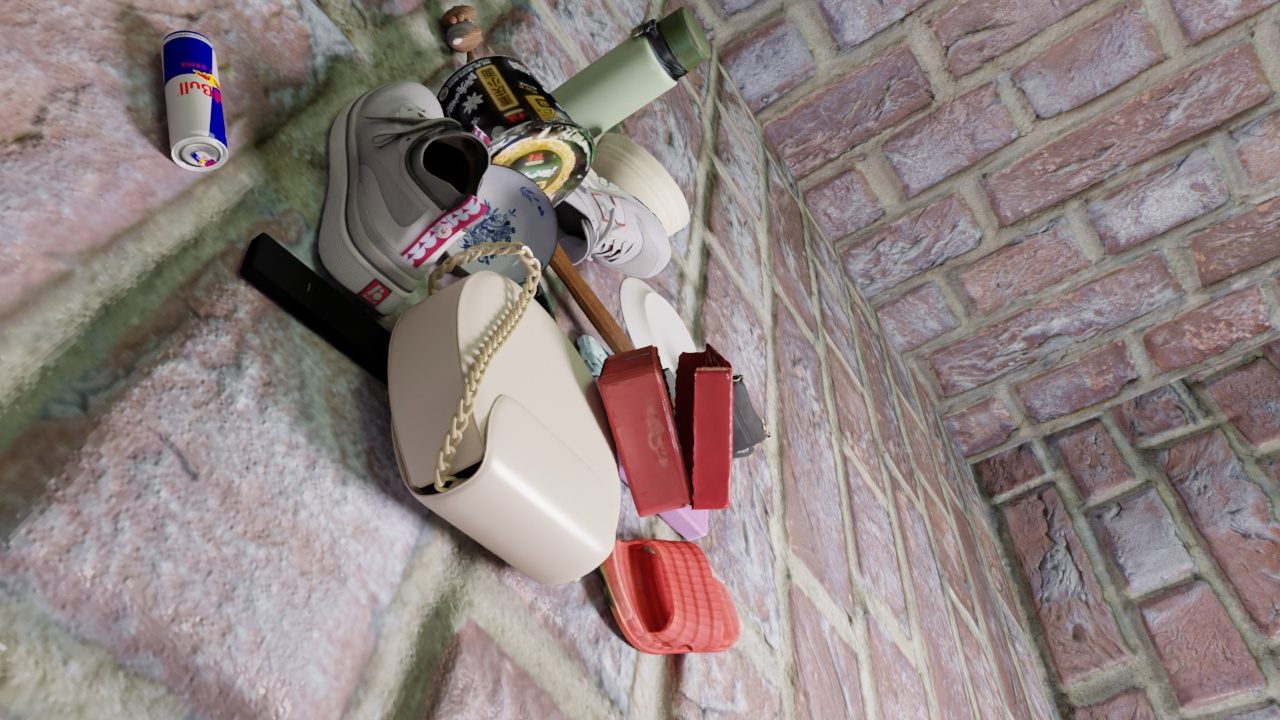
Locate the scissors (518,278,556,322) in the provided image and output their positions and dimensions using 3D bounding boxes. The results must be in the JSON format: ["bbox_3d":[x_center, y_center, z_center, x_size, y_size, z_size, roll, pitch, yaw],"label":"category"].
[{"bbox_3d":[-0.111,-0.075,0.891,0.123,0.019,0.147,53,21,-21],"label":"scissors"}]

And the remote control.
[{"bbox_3d":[-0.205,-0.027,0.625,0.150,0.013,0.034,45,27,-38],"label":"remote control"}]

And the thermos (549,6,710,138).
[{"bbox_3d":[-0.028,-0.332,1.095,0.082,0.232,0.082,47,27,-33],"label":"thermos"}]

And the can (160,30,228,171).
[{"bbox_3d":[-0.285,-0.167,0.585,0.032,0.032,0.095,25,42,-57],"label":"can"}]

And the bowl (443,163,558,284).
[{"bbox_3d":[-0.134,-0.114,0.817,0.114,0.045,0.114,8,74,-27],"label":"bowl"}]

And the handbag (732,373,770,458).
[{"bbox_3d":[0.109,0.069,1.125,0.054,0.079,0.128,-89,153,-56],"label":"handbag"}]

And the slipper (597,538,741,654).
[{"bbox_3d":[0.044,0.216,0.841,0.248,0.059,0.103,36,33,-51],"label":"slipper"}]

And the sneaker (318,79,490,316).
[{"bbox_3d":[-0.168,-0.158,0.712,0.097,0.129,0.262,45,25,-38],"label":"sneaker"}]

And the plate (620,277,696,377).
[{"bbox_3d":[0.036,-0.025,1.167,0.188,0.016,0.188,48,25,-32],"label":"plate"}]

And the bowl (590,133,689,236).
[{"bbox_3d":[-0.020,-0.197,1.129,0.151,0.075,0.151,41,-15,13],"label":"bowl"}]

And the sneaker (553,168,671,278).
[{"bbox_3d":[-0.059,-0.146,1.020,0.239,0.089,0.124,39,34,-28],"label":"sneaker"}]

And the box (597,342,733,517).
[{"bbox_3d":[0.019,0.055,0.798,0.157,0.110,0.134,-116,-159,-83],"label":"box"}]

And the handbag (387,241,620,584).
[{"bbox_3d":[-0.087,0.041,0.674,0.210,0.103,0.208,49,24,-42],"label":"handbag"}]

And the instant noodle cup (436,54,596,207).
[{"bbox_3d":[-0.130,-0.216,0.879,0.112,0.137,0.137,60,19,22],"label":"instant noodle cup"}]

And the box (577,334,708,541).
[{"bbox_3d":[0.002,0.078,0.955,0.214,0.035,0.150,47,22,-33],"label":"box"}]

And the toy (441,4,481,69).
[{"bbox_3d":[-0.194,-0.354,1.010,0.101,0.041,0.055,-106,179,-47],"label":"toy"}]

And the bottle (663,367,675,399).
[{"bbox_3d":[0.049,0.063,1.072,0.113,0.030,0.030,59,22,-8],"label":"bottle"}]

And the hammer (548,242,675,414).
[{"bbox_3d":[-0.006,0.006,0.962,0.323,0.033,0.115,54,11,-7],"label":"hammer"}]
